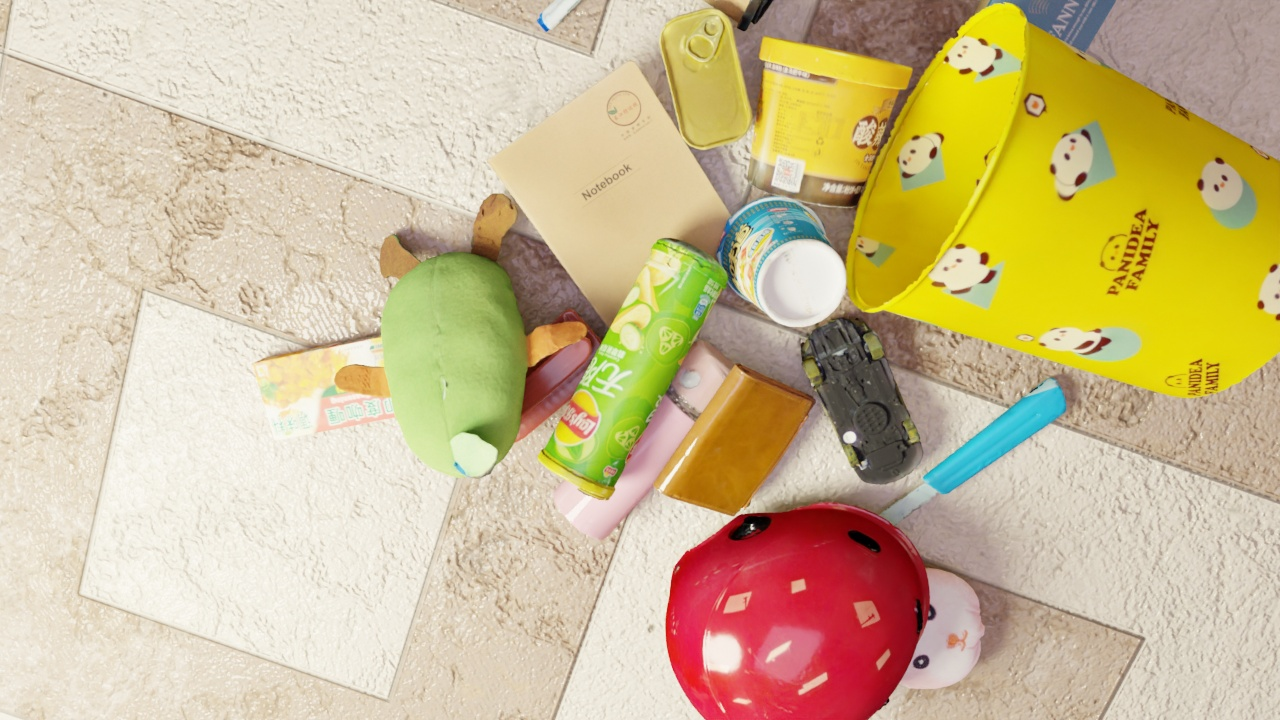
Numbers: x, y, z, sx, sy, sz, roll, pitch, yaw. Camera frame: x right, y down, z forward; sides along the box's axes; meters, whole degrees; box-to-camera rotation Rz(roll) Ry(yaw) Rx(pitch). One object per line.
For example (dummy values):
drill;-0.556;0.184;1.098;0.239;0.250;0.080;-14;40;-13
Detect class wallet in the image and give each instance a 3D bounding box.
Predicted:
wallet;0.091;0.076;0.805;0.119;0.035;0.131;21;109;-39

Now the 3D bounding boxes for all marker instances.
marker;-0.029;-0.327;0.760;0.146;0.017;0.017;-40;97;11

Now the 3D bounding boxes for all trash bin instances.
trash bin;0.320;-0.101;0.674;0.255;0.229;0.230;20;103;-7

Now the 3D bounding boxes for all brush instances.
brush;-0.095;0.023;0.819;0.146;0.069;0.063;-41;96;11

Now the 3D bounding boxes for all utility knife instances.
utility knife;0.292;0.094;0.834;0.218;0.018;0.034;-39;99;10

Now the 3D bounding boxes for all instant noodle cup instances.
instant noodle cup;0.119;-0.076;0.752;0.099;0.109;0.099;-2;111;-4
instant noodle cup;0.142;-0.189;0.734;0.118;0.118;0.115;12;111;1

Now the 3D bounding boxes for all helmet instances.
helmet;0.131;0.240;0.791;0.240;0.143;0.207;-34;92;20

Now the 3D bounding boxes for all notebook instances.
notebook;-0.011;-0.126;0.787;0.148;0.008;0.208;-32;112;9

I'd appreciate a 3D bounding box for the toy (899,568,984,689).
toy;0.238;0.248;0.859;0.159;0.054;0.121;4;103;11

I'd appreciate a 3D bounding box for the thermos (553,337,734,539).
thermos;0.001;0.063;0.828;0.087;0.067;0.199;46;104;23

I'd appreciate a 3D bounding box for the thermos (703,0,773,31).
thermos;0.054;-0.324;0.714;0.143;0.093;0.093;24;103;-4

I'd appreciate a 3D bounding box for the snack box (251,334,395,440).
snack box;-0.274;0.022;0.852;0.156;0.027;0.077;-11;101;7

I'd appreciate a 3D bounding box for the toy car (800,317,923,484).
toy car;0.196;0.037;0.816;0.070;0.042;0.158;-23;100;9

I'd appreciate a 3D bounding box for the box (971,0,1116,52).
box;0.328;-0.302;0.720;0.090;0.061;0.184;25;102;-1

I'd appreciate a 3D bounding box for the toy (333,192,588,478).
toy;-0.156;-0.013;0.775;0.227;0.090;0.246;-13;70;13

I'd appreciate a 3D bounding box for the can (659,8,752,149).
can;0.053;-0.224;0.744;0.057;0.083;0.102;-14;101;6

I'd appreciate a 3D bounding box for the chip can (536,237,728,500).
chip can;-0.005;0.004;0.768;0.072;0.072;0.221;28;90;-3
